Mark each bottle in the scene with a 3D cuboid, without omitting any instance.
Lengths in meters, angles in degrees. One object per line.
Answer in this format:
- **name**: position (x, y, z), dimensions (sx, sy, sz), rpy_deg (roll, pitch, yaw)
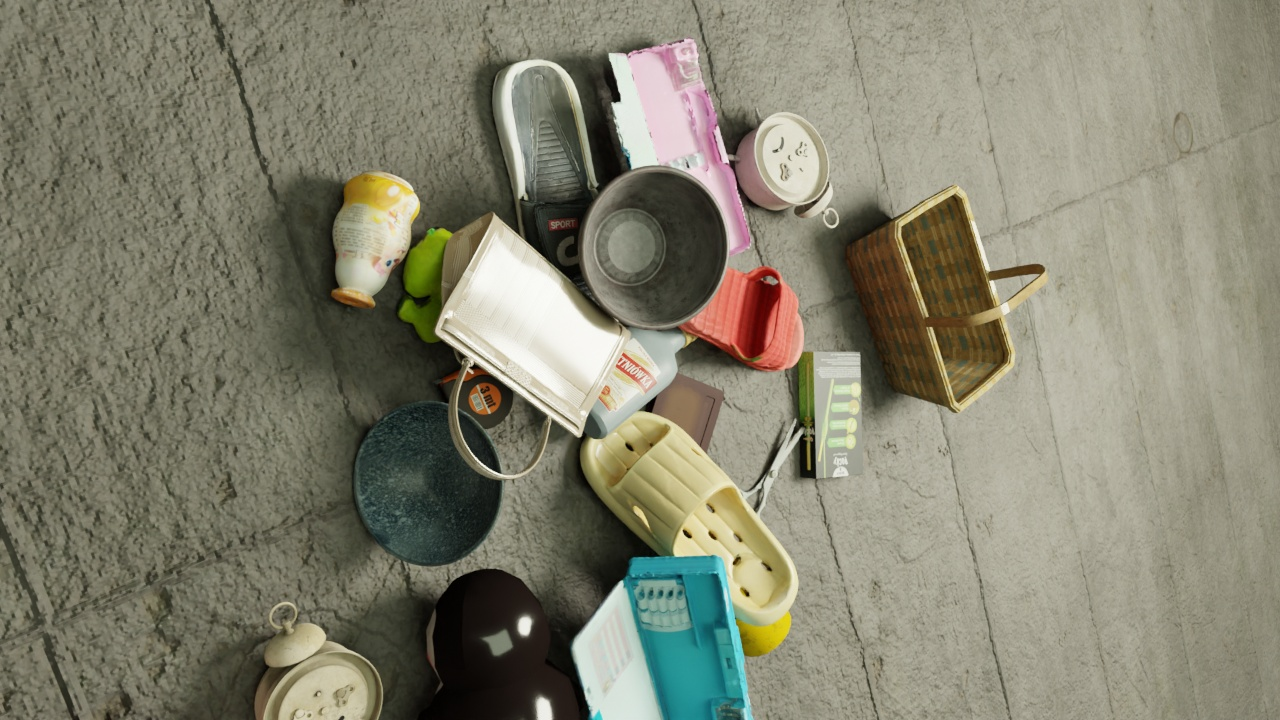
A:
- **bottle**: position (0.088, 0.230, 0.961), dimensions (0.070, 0.071, 0.164), rpy_deg (-48, 114, -26)
- **bottle**: position (-0.223, -0.099, 0.758), dimensions (0.063, 0.063, 0.109), rpy_deg (20, 75, -33)
- **bottle**: position (-0.005, 0.005, 0.913), dimensions (0.160, 0.046, 0.072), rpy_deg (-38, 88, -30)

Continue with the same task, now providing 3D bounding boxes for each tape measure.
- **tape measure**: position (-0.147, 0.032, 0.826), dimensions (0.058, 0.038, 0.058), rpy_deg (-28, 104, -18)

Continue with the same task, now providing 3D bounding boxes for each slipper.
- **slipper**: position (0.122, -0.048, 0.969), dimensions (0.248, 0.059, 0.103), rpy_deg (21, 80, -51)
- **slipper**: position (0.058, 0.145, 0.885), dimensions (0.261, 0.079, 0.111), rpy_deg (46, 64, 2)
- **slipper**: position (-0.067, -0.158, 0.874), dimensions (0.111, 0.063, 0.264), rpy_deg (-18, 96, -34)

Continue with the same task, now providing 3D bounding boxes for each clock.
- **clock**: position (-0.263, 0.251, 0.724), dimensions (0.092, 0.055, 0.141), rpy_deg (-25, 110, -34)
- **clock**: position (0.169, -0.206, 1.042), dimensions (0.157, 0.061, 0.103), rpy_deg (42, 65, -18)

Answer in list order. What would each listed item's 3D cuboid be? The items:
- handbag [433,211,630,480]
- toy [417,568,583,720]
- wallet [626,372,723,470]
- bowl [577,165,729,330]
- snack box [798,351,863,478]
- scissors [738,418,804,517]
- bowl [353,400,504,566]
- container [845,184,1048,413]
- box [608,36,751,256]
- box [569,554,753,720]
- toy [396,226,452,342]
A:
- **handbag**: position (-0.102, 0.008, 0.764), dimensions (0.175, 0.062, 0.197), rpy_deg (40, 46, -33)
- **toy**: position (-0.117, 0.270, 0.771), dimensions (0.158, 0.140, 0.184), rpy_deg (-9, 93, -35)
- **wallet**: position (0.038, 0.075, 0.966), dimensions (0.091, 0.018, 0.115), rpy_deg (22, 78, -33)
- **bowl**: position (0.003, -0.103, 0.841), dimensions (0.144, 0.067, 0.145), rpy_deg (-4, 100, -22)
- **snack box**: position (0.227, 0.063, 1.092), dimensions (0.080, 0.025, 0.147), rpy_deg (0, 88, -35)
- **scissors**: position (0.148, 0.146, 1.042), dimensions (0.161, 0.014, 0.118), rpy_deg (-29, 104, -29)
- **bowl**: position (-0.169, 0.102, 0.781), dimensions (0.057, 0.137, 0.137), rpy_deg (1, 87, -75)
- **container**: position (0.381, -0.074, 1.107), dimensions (0.157, 0.187, 0.250), rpy_deg (-31, 106, -32)
- **box**: position (0.025, -0.204, 0.942), dimensions (0.160, 0.063, 0.230), rpy_deg (-27, 104, -41)
- **box**: position (0.018, 0.297, 0.875), dimensions (0.170, 0.085, 0.227), rpy_deg (-21, 118, -16)
- **toy**: position (-0.175, -0.069, 0.809), dimensions (0.094, 0.036, 0.093), rpy_deg (-31, 111, -25)
